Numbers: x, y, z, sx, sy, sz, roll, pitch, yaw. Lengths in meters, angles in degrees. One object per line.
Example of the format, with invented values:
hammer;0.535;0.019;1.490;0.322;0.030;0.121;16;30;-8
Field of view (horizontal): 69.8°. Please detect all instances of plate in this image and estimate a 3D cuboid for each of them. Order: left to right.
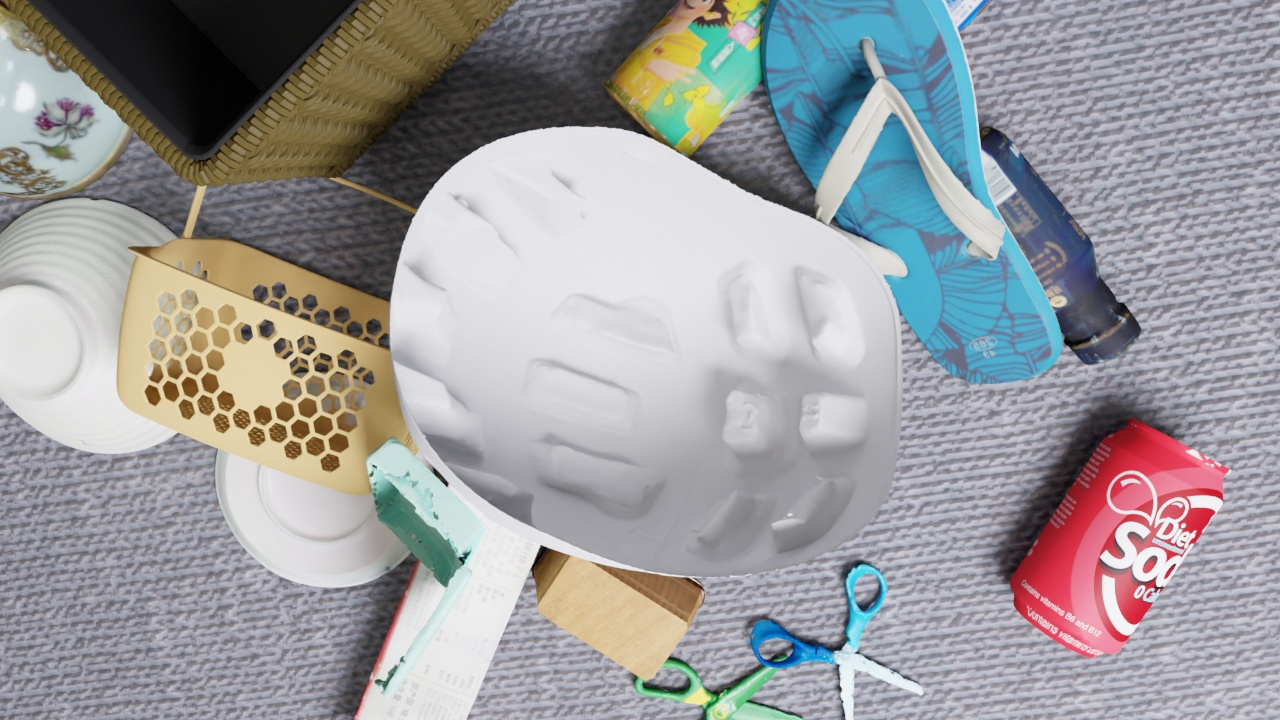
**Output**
plate;-0.221;0.086;0.637;0.157;0.014;0.157;1;100;3

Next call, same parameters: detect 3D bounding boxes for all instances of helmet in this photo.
helmet;-0.004;0.003;0.495;0.184;0.282;0.224;-21;61;45

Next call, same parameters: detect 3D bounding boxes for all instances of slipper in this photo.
slipper;0.148;-0.088;0.519;0.118;0.060;0.295;-8;124;47

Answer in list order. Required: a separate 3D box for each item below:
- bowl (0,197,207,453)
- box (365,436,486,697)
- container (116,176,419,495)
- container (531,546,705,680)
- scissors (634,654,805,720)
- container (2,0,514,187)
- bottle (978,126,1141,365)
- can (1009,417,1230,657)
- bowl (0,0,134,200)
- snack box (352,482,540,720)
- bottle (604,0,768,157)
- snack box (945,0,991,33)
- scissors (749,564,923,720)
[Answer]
bowl;-0.375;-0.016;0.599;0.177;0.070;0.177;1;100;4
box;-0.132;0.118;0.501;0.078;0.188;0.109;27;70;-3
container;-0.199;-0.028;0.556;0.183;0.129;0.167;22;97;-1
container;-0.016;0.159;0.614;0.114;0.061;0.063;33;100;-3
scissors;0.055;0.255;0.652;0.128;0.012;0.121;12;97;0
container;-0.131;-0.251;0.460;0.321;0.205;0.176;-44;95;3
bottle;0.241;-0.068;0.562;0.056;0.056;0.161;-40;96;9
can;0.301;0.113;0.582;0.074;0.074;0.142;28;101;-2
bowl;-0.407;-0.179;0.559;0.160;0.093;0.160;0;100;3
snack box;-0.124;0.161;0.632;0.076;0.044;0.273;22;100;-2
bottle;0.072;-0.215;0.539;0.068;0.068;0.210;43;99;-5
snack box;0.192;-0.237;0.534;0.059;0.059;0.226;42;99;-1
scissors;0.134;0.204;0.638;0.129;0.014;0.127;-6;101;-1
